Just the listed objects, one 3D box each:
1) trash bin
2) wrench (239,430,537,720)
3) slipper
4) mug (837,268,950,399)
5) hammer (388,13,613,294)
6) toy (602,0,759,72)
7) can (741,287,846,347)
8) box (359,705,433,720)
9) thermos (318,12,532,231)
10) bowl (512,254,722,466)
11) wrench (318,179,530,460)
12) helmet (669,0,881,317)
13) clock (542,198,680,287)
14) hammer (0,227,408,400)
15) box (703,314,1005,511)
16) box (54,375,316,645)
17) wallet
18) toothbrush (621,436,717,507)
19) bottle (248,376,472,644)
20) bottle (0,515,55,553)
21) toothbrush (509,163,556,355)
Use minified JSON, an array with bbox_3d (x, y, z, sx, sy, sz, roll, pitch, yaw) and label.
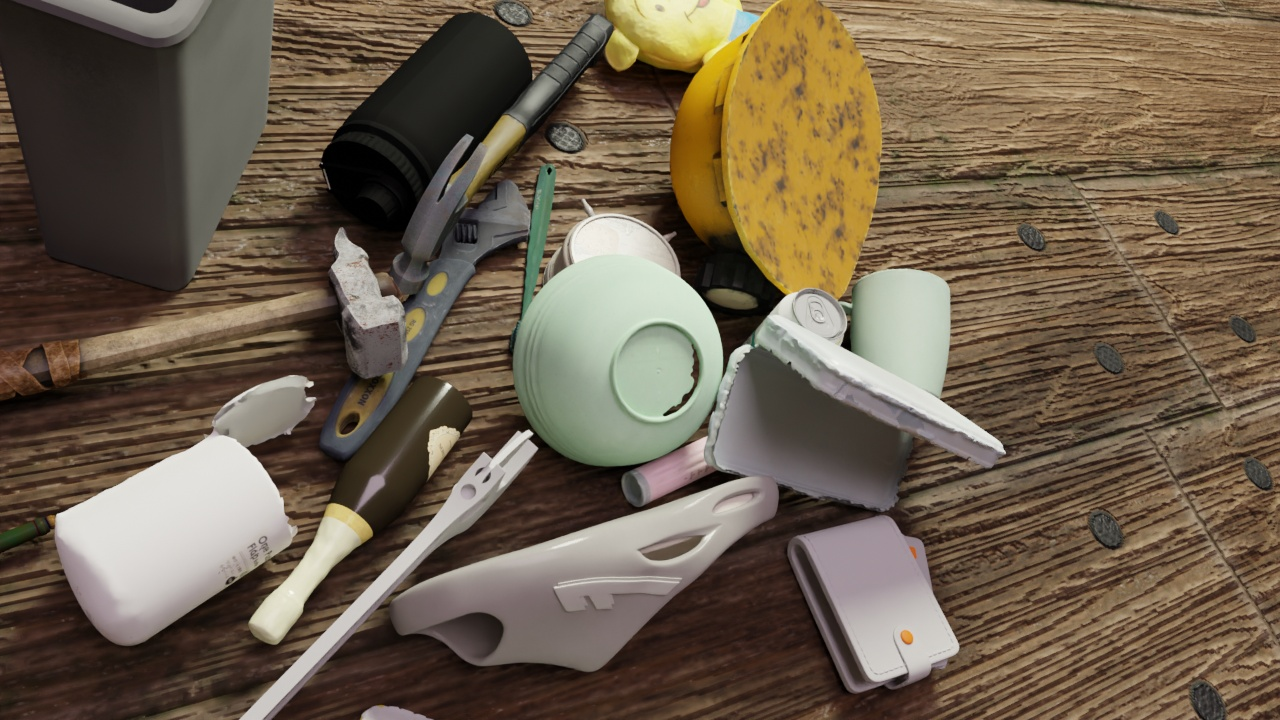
[{"bbox_3d":[-0.291,-0.183,0.554,0.097,0.220,0.191,17,54,-15],"label":"trash bin"},{"bbox_3d":[-0.153,0.137,0.522,0.018,0.087,0.272,41,62,4],"label":"wrench"},{"bbox_3d":[-0.013,0.140,0.562,0.265,0.113,0.080,-11,76,-36],"label":"slipper"},{"bbox_3d":[0.202,-0.013,0.771,0.111,0.084,0.103,4,67,10],"label":"mug"},{"bbox_3d":[-0.090,-0.186,0.705,0.025,0.118,0.331,32,46,-7],"label":"hammer"},{"bbox_3d":[0.058,-0.312,0.885,0.214,0.084,0.148,19,54,-10],"label":"toy"},{"bbox_3d":[0.112,-0.009,0.705,0.055,0.102,0.054,12,56,-18],"label":"can"},{"bbox_3d":[-0.064,0.263,0.488,0.210,0.057,0.117,22,51,-10],"label":"box"},{"bbox_3d":[-0.163,-0.175,0.693,0.086,0.086,0.198,31,52,-4],"label":"thermos"},{"bbox_3d":[-0.004,0.004,0.618,0.150,0.077,0.151,-3,97,-25],"label":"bowl"},{"bbox_3d":[-0.150,-0.040,0.654,0.073,0.022,0.272,23,53,0],"label":"wrench"},{"bbox_3d":[0.096,-0.165,0.775,0.205,0.132,0.255,27,69,-41],"label":"helmet"},{"bbox_3d":[-0.020,-0.050,0.696,0.103,0.061,0.156,18,52,-13],"label":"clock"},{"bbox_3d":[-0.300,-0.009,0.546,0.318,0.049,0.121,-16,45,-27],"label":"hammer"},{"bbox_3d":[0.143,0.062,0.654,0.215,0.127,0.106,24,18,-35],"label":"box"},{"bbox_3d":[-0.233,0.075,0.508,0.092,0.084,0.165,44,50,17],"label":"box"},{"bbox_3d":[0.179,0.172,0.665,0.115,0.038,0.118,-7,60,-28],"label":"wallet"},{"bbox_3d":[0.081,0.058,0.696,0.222,0.027,0.026,-21,43,-33],"label":"toothbrush"},{"bbox_3d":[-0.168,0.087,0.551,0.045,0.046,0.184,33,52,-2],"label":"bottle"},{"bbox_3d":[-0.355,0.105,0.467,0.105,0.025,0.025,-25,73,-34],"label":"bottle"},{"bbox_3d":[-0.082,-0.084,0.717,0.016,0.017,0.189,14,55,-15],"label":"toothbrush"}]
